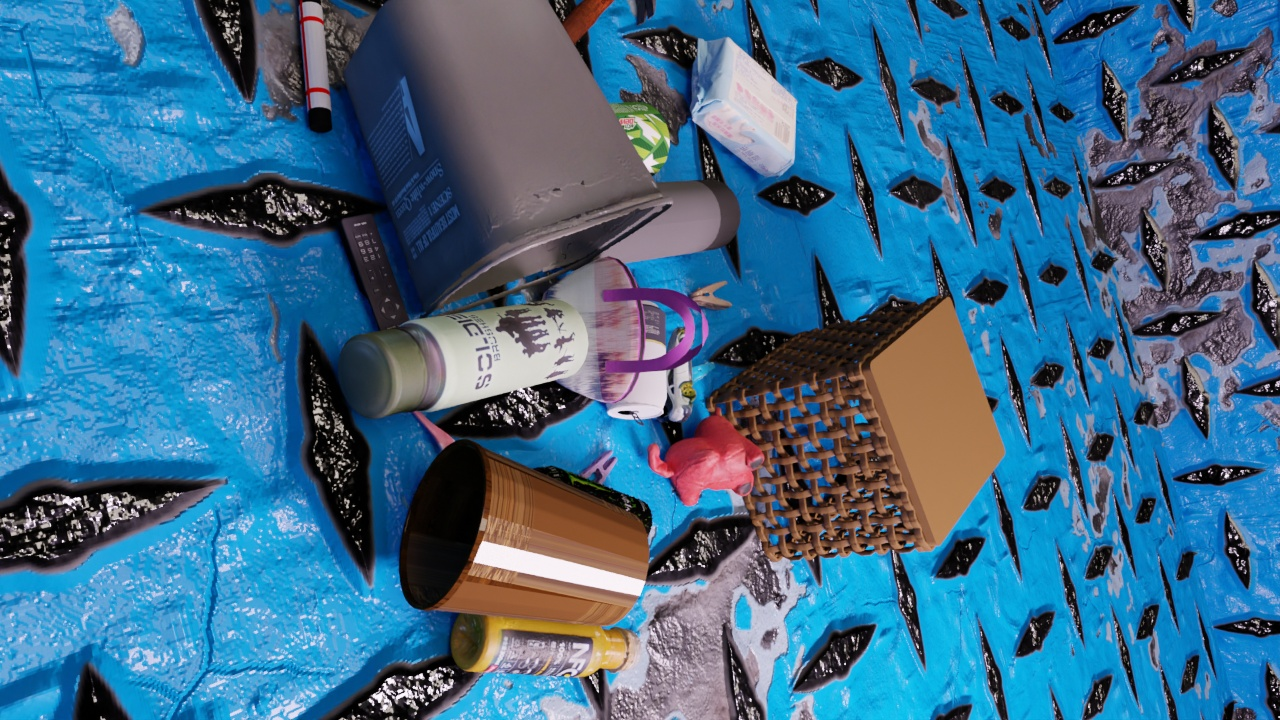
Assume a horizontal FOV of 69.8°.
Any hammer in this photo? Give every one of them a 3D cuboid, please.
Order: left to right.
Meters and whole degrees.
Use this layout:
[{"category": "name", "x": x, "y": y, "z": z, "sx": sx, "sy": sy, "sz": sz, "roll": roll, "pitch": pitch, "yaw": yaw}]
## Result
[{"category": "hammer", "x": -0.063, "y": -0.386, "z": 1.031, "sx": 0.111, "sy": 0.028, "sz": 0.299, "roll": 50, "pitch": 47, "yaw": -23}]

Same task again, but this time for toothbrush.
[{"category": "toothbrush", "x": -0.166, "y": 0.075, "z": 0.789, "sx": 0.135, "sy": 0.016, "sz": 0.021, "roll": 56, "pitch": 45, "yaw": -18}]

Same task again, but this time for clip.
[{"category": "clip", "x": -0.040, "y": 0.115, "z": 0.916, "sx": 0.052, "sy": 0.014, "sz": 0.041, "roll": -17, "pitch": 91, "yaw": -46}, {"category": "clip", "x": 0.085, "y": -0.072, "z": 1.099, "sx": 0.060, "sy": 0.024, "sz": 0.039, "roll": -25, "pitch": 94, "yaw": -38}]

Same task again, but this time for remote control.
[{"category": "remote control", "x": -0.219, "y": -0.055, "z": 0.772, "sx": 0.032, "sy": 0.015, "sz": 0.136, "roll": -25, "pitch": 99, "yaw": -48}]

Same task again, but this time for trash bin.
[{"category": "trash bin", "x": -0.125, "y": -0.181, "z": 0.780, "sx": 0.197, "sy": 0.198, "sz": 0.220, "roll": -25, "pitch": 90, "yaw": -37}]

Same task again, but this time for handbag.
[{"category": "handbag", "x": -0.012, "y": -0.027, "z": 0.863, "sx": 0.067, "sy": 0.170, "sz": 0.144, "roll": -4, "pitch": 93, "yaw": -48}]

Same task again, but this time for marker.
[{"category": "marker", "x": -0.275, "y": -0.264, "z": 0.772, "sx": 0.019, "sy": 0.019, "sz": 0.145, "roll": 1, "pitch": 77, "yaw": -47}]

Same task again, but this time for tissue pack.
[{"category": "tissue pack", "x": 0.131, "y": -0.328, "z": 1.192, "sx": 0.181, "sy": 0.070, "sz": 0.112, "roll": 28, "pitch": 59, "yaw": -36}]

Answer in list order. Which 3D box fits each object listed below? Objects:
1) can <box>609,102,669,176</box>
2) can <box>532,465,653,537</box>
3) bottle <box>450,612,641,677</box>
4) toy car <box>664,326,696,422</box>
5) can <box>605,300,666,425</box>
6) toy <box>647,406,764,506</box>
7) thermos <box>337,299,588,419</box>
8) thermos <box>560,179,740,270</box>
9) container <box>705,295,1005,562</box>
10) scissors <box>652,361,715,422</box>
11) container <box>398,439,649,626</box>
[{"category": "can", "x": -0.043, "y": -0.226, "z": 0.962, "sx": 0.143, "sy": 0.083, "sz": 0.083, "roll": -20, "pitch": 93, "yaw": -48}, {"category": "can", "x": -0.049, "y": 0.140, "z": 0.866, "sx": 0.137, "sy": 0.054, "sz": 0.053, "roll": 28, "pitch": 59, "yaw": -38}, {"category": "bottle", "x": -0.076, "y": 0.249, "z": 0.805, "sx": 0.186, "sy": 0.053, "sz": 0.053, "roll": 21, "pitch": 63, "yaw": -42}, {"category": "toy car", "x": 0.039, "y": 0.015, "z": 0.993, "sx": 0.033, "sy": 0.048, "sz": 0.105, "roll": 3, "pitch": 68, "yaw": -8}, {"category": "can", "x": -0.006, "y": 0.005, "z": 0.946, "sx": 0.064, "sy": 0.064, "sz": 0.127, "roll": 16, "pitch": 67, "yaw": -43}, {"category": "toy", "x": 0.057, "y": 0.101, "z": 1.001, "sx": 0.132, "sy": 0.088, "sz": 0.094, "roll": 3, "pitch": 42, "yaw": -27}, {"category": "thermos", "x": -0.146, "y": -0.006, "z": 0.776, "sx": 0.230, "sy": 0.083, "sz": 0.082, "roll": -15, "pitch": 90, "yaw": -54}, {"category": "thermos", "x": 0.007, "y": -0.151, "z": 0.993, "sx": 0.239, "sy": 0.082, "sz": 0.082, "roll": -16, "pitch": 90, "yaw": -48}, {"category": "container", "x": 0.263, "y": 0.080, "z": 1.099, "sx": 0.250, "sy": 0.215, "sz": 0.219, "roll": -30, "pitch": 101, "yaw": -47}, {"category": "scissors", "x": 0.045, "y": 0.024, "z": 1.037, "sx": 0.134, "sy": 0.015, "sz": 0.066, "roll": -25, "pitch": 94, "yaw": -50}, {"category": "container", "x": -0.088, "y": 0.151, "z": 0.746, "sx": 0.167, "sy": 0.132, "sz": 0.132, "roll": 23, "pitch": 62, "yaw": -33}]
